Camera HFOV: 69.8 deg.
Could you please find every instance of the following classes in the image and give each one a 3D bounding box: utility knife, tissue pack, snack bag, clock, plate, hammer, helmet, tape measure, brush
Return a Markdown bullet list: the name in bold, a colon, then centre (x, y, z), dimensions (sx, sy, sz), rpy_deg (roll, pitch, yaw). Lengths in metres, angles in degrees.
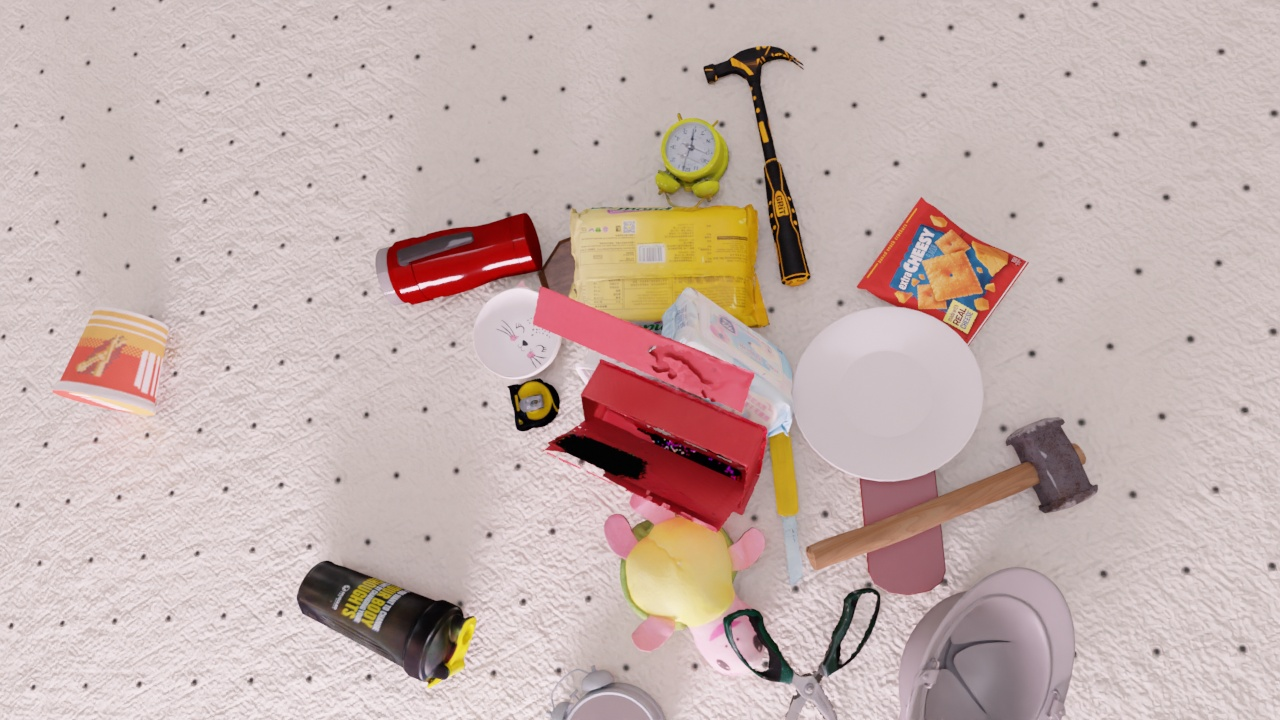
- **utility knife**: centre (0.169, 0.150, 1.082), dimensions (0.030, 0.019, 0.224), rpy_deg (-9, 74, 16)
- **tissue pack**: centre (0.102, 0.004, 1.040), dimensions (0.182, 0.111, 0.070), rpy_deg (32, 120, -17)
- **snack bag**: centre (0.030, -0.112, 1.108), dimensions (0.247, 0.068, 0.159), rpy_deg (-1, 85, 3)
- **clock**: centre (0.065, -0.246, 1.150), dimensions (0.083, 0.057, 0.119), rpy_deg (11, 90, 13)
- **plate**: centre (0.278, 0.037, 1.043), dimensions (0.209, 0.015, 0.208), rpy_deg (-6, 68, 15)
- **hammer**: centre (0.166, -0.245, 1.141), dimensions (0.123, 0.036, 0.320), rpy_deg (-12, 76, 9)
- **clock**: centre (-0.039, 0.432, 1.066), dimensions (0.122, 0.045, 0.159), rpy_deg (-46, 76, 1)
- **helmet**: centre (0.338, 0.334, 0.971), dimensions (0.183, 0.118, 0.271), rpy_deg (18, 91, -17)
- **tape measure**: centre (-0.133, 0.054, 1.153), dimensions (0.061, 0.034, 0.061), rpy_deg (-17, 79, 7)
- **hammer**: centre (0.332, 0.158, 0.988), dimensions (0.328, 0.052, 0.098), rpy_deg (-20, 77, -8)
- **brush**: centre (0.294, 0.175, 1.038), dimensions (0.082, 0.042, 0.173), rpy_deg (-5, 80, 11)
- **snack bag**: centre (0.351, -0.100, 1.072), dimensions (0.144, 0.039, 0.131), rpy_deg (36, 91, 16)
- **plate**: centre (-0.070, -0.108, 1.171), dimensions (0.131, 0.025, 0.131), rpy_deg (-2, 80, 12)

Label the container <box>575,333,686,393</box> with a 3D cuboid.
- **container**: centre (-0.007, 0.007, 1.114), dimensions (0.129, 0.081, 0.049), rpy_deg (7, 71, 13)

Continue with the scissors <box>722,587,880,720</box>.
- **scissors**: centre (0.195, 0.318, 1.019), dimensions (0.204, 0.015, 0.202), rpy_deg (-39, 104, -13)

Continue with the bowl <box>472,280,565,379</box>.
- **bowl**: centre (-0.149, -0.030, 1.162), dimensions (0.115, 0.050, 0.114), rpy_deg (-2, 80, 12)

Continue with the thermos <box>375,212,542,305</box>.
- **thermos**: centre (-0.234, -0.132, 1.168), dimensions (0.199, 0.108, 0.084), rpy_deg (-13, 77, 8)

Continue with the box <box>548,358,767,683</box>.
- **box**: centre (0.005, 0.222, 1.147), dimensions (0.214, 0.170, 0.479), rpy_deg (23, 117, 14)

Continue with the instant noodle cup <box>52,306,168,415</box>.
- **instant noodle cup**: centre (-0.710, 0.000, 1.248), dimensions (0.123, 0.123, 0.121), rpy_deg (6, 75, 13)

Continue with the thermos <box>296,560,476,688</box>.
- **thermos**: centre (-0.311, 0.318, 1.122), dimensions (0.221, 0.098, 0.098), rpy_deg (17, 85, 18)

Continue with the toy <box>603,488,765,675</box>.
- **toy**: centre (0.057, 0.254, 1.053), dimensions (0.190, 0.088, 0.238), rpy_deg (-41, 79, -13)
